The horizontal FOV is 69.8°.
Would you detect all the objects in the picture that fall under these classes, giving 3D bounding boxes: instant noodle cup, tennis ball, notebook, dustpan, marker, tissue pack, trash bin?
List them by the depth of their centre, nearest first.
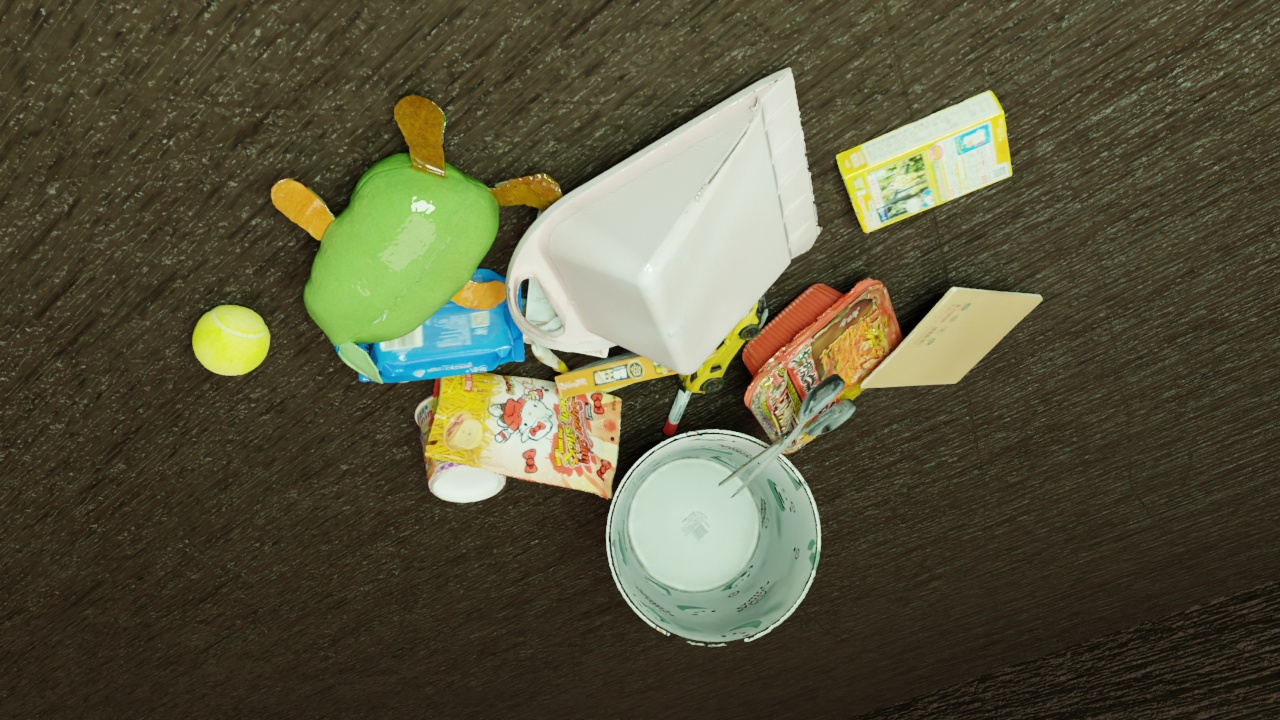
[{"bbox_3d":[0.020,-0.110,0.797,0.272,0.139,0.223,-51,149,-18],"label":"dustpan"},{"bbox_3d":[-0.375,-0.018,0.842,0.065,0.065,0.066,-7,146,-5],"label":"tennis ball"},{"bbox_3d":[-0.185,-0.031,0.851,0.157,0.094,0.052,-7,158,-5],"label":"tissue pack"},{"bbox_3d":[0.185,-0.003,0.971,0.189,0.079,0.164,-41,143,-2],"label":"instant noodle cup"},{"bbox_3d":[0.345,-0.022,1.009,0.207,0.008,0.148,-1,138,-44],"label":"notebook"},{"bbox_3d":[-0.197,0.099,1.032,0.111,0.099,0.112,-6,144,-5],"label":"instant noodle cup"},{"bbox_3d":[0.050,0.046,1.094,0.017,0.017,0.146,-1,145,-14],"label":"marker"},{"bbox_3d":[0.074,0.202,1.099,0.229,0.229,0.252,-9,174,-3],"label":"trash bin"}]

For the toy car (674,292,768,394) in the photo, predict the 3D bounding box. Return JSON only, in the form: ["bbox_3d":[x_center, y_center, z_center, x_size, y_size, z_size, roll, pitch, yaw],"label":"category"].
[{"bbox_3d":[0.079,-0.028,0.947,0.041,0.071,0.156,4,141,-27],"label":"toy car"}]

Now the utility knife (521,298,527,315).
[{"bbox_3d":[-0.025,-0.048,0.905,0.205,0.013,0.029,2,138,3],"label":"utility knife"}]

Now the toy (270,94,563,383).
[{"bbox_3d":[-0.191,-0.095,0.749,0.226,0.090,0.247,28,120,-39],"label":"toy"}]

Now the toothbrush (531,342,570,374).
[{"bbox_3d":[-0.089,0.005,0.942,0.018,0.016,0.191,-3,169,7],"label":"toothbrush"}]

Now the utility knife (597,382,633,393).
[{"bbox_3d":[-0.057,0.037,1.051,0.165,0.018,0.031,-15,150,10],"label":"utility knife"}]

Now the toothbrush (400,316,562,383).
[{"bbox_3d":[-0.157,-0.013,0.901,0.222,0.026,0.026,-15,161,29],"label":"toothbrush"}]

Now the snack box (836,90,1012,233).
[{"bbox_3d":[0.253,-0.173,0.816,0.141,0.033,0.087,-23,144,15],"label":"snack box"}]

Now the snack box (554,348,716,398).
[{"bbox_3d":[-0.005,0.005,0.925,0.154,0.026,0.075,-13,-174,33],"label":"snack box"}]

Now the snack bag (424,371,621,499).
[{"bbox_3d":[-0.122,0.071,0.982,0.207,0.128,0.073,12,148,-17],"label":"snack bag"}]

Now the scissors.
[{"bbox_3d":[0.159,0.079,0.955,0.174,0.014,0.160,-13,138,-34],"label":"scissors"}]

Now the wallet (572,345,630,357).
[{"bbox_3d":[-0.010,-0.039,0.954,0.096,0.020,0.123,15,140,-33],"label":"wallet"}]

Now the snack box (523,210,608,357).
[{"bbox_3d":[-0.061,-0.069,0.855,0.084,0.026,0.157,11,138,-2],"label":"snack box"}]
